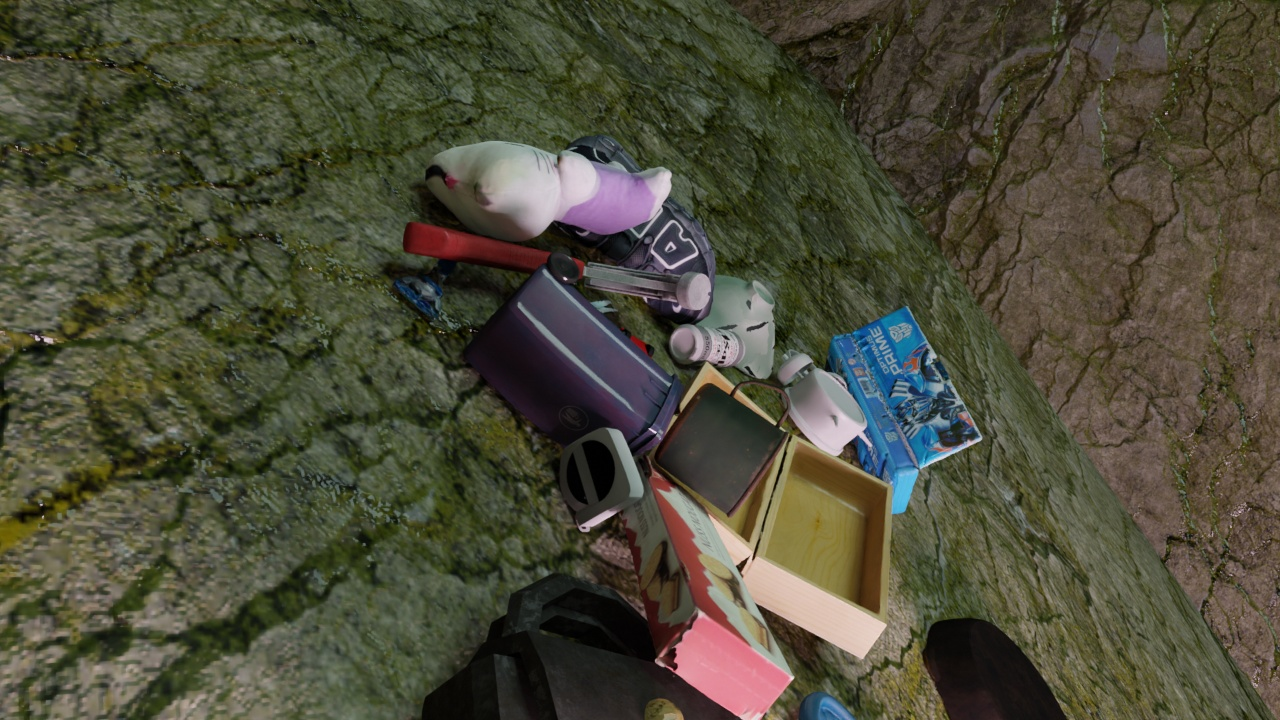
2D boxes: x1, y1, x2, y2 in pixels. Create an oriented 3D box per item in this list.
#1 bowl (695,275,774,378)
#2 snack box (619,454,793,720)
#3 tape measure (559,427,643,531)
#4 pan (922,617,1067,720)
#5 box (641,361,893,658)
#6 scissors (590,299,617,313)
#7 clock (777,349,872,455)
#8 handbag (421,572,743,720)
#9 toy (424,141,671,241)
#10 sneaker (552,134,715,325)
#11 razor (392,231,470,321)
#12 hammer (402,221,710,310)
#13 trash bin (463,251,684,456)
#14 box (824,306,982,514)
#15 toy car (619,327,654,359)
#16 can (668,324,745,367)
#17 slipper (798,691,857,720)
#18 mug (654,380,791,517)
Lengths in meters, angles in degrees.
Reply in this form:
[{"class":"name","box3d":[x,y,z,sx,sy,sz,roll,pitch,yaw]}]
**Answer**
[{"class":"bowl","box3d":[0.131,-0.065,1.153,0.174,0.068,0.173,34,31,-24]},{"class":"snack box","box3d":[0.032,0.140,0.629,0.076,0.044,0.273,38,5,-12]},{"class":"tape measure","box3d":[-0.032,0.088,0.692,0.016,0.064,0.065,13,50,-51]},{"class":"pan","box3d":[0.401,0.416,0.951,0.248,0.043,0.355,40,27,-18]},{"class":"box","box3d":[0.127,0.127,0.884,0.257,0.076,0.246,40,25,0]},{"class":"scissors","box3d":[-0.052,-0.047,0.909,0.073,0.016,0.134,52,20,16]},{"class":"clock","box3d":[0.224,0.050,1.162,0.119,0.061,0.159,28,28,-38]},{"class":"handbag","box3d":[-0.017,0.210,0.503,0.197,0.102,0.199,28,33,-38]},{"class":"toy","box3d":[-0.086,-0.156,0.848,0.208,0.085,0.138,-4,17,-33]},{"class":"sneaker","box3d":[-0.023,-0.138,0.989,0.252,0.097,0.150,52,31,7]},{"class":"razor","box3d":[-0.163,-0.080,0.765,0.044,0.018,0.140,42,27,-14]},{"class":"hammer","box3d":[-0.078,-0.085,0.821,0.126,0.036,0.315,12,4,39]},{"class":"trash bin","box3d":[-0.049,0.009,0.739,0.161,0.094,0.092,42,36,-11]},{"class":"box","box3d":[0.314,0.054,1.182,0.075,0.167,0.243,16,39,-29]},{"class":"toy car","box3d":[-0.005,0.005,0.891,0.038,0.025,0.089,32,31,-31]},{"class":"can","box3d":[0.076,-0.015,1.024,0.106,0.044,0.044,5,50,-55]},{"class":"slipper","box3d":[0.207,0.344,0.727,0.213,0.059,0.103,47,23,-1]},{"class":"mug","box3d":[0.072,0.060,0.756,0.081,0.111,0.085,35,6,7]}]
